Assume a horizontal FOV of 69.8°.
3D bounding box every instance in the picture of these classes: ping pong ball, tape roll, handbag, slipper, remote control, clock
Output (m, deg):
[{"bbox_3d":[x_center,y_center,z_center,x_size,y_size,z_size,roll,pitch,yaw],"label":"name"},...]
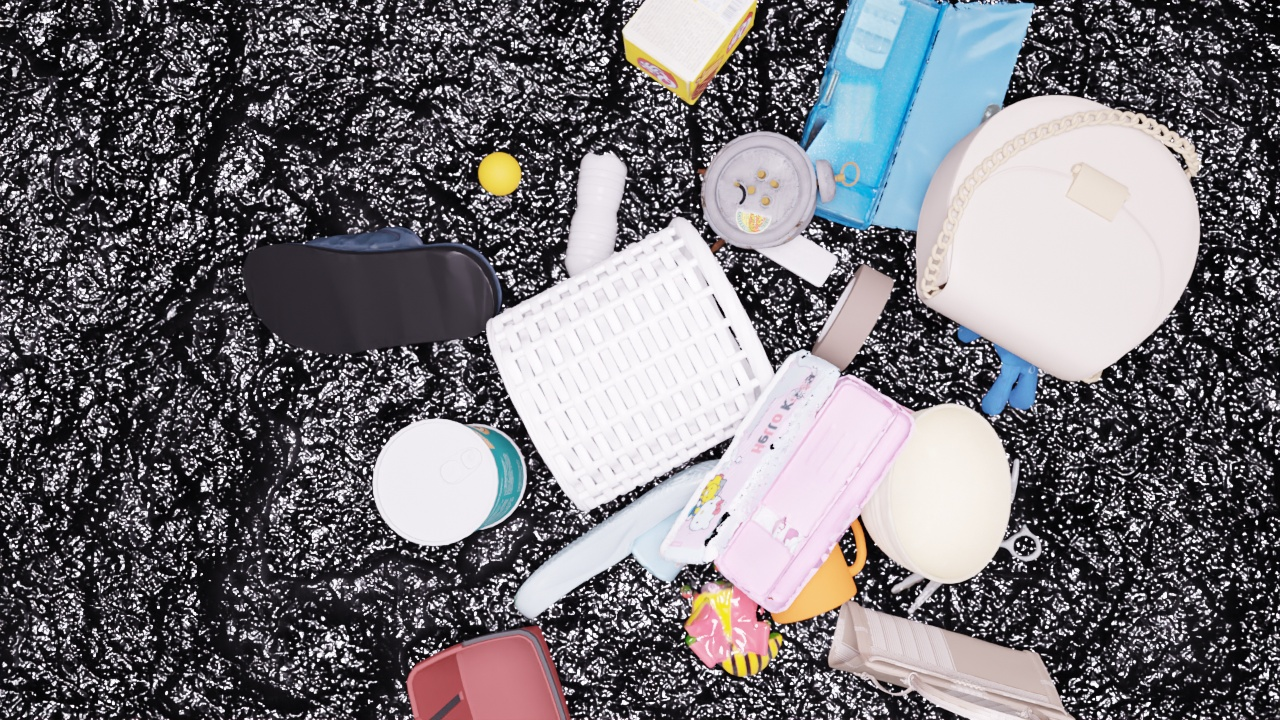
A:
[{"bbox_3d":[-0.134,-0.177,0.873,0.040,0.040,0.040,0,85,2],"label":"ping pong ball"},{"bbox_3d":[0.189,-0.038,0.819,0.030,0.094,0.093,29,86,5],"label":"tape roll"},{"bbox_3d":[0.343,-0.105,0.769,0.210,0.103,0.208,28,83,-3],"label":"handbag"},{"bbox_3d":[0.001,0.164,0.809,0.245,0.104,0.074,-33,86,5],"label":"slipper"},{"bbox_3d":[0.123,-0.116,0.870,0.131,0.012,0.033,32,89,5],"label":"remote control"},{"bbox_3d":[0.259,0.260,0.736,0.176,0.198,0.062,15,85,4],"label":"handbag"},{"bbox_3d":[-0.240,-0.071,0.855,0.266,0.083,0.109,-1,115,19],"label":"slipper"},{"bbox_3d":[0.122,-0.152,0.823,0.148,0.056,0.104,-10,85,21],"label":"clock"}]

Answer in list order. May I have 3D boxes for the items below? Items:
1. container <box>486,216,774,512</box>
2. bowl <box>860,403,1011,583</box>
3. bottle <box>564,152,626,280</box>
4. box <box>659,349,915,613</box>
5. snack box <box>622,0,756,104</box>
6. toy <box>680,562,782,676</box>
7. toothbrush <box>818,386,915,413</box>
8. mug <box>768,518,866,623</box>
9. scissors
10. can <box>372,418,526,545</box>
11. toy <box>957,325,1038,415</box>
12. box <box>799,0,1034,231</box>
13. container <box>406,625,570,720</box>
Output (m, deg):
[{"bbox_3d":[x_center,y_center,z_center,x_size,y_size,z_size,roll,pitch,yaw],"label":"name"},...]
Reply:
[{"bbox_3d":[-0.005,0.004,0.777,0.187,0.189,0.189,-27,84,1],"label":"container"},{"bbox_3d":[0.244,0.113,0.801,0.150,0.075,0.150,2,86,-32],"label":"bowl"},{"bbox_3d":[-0.044,-0.124,0.862,0.044,0.044,0.136,9,85,3],"label":"bottle"},{"bbox_3d":[0.114,0.099,0.721,0.111,0.101,0.201,37,103,21],"label":"box"},{"bbox_3d":[0.046,-0.313,0.867,0.083,0.061,0.105,37,87,5],"label":"snack box"},{"bbox_3d":[0.081,0.238,0.826,0.084,0.046,0.103,-36,89,-15],"label":"toy"},{"bbox_3d":[0.213,0.042,0.850,0.135,0.016,0.021,23,86,5],"label":"toothbrush"},{"bbox_3d":[0.151,0.166,0.817,0.112,0.078,0.096,-19,84,-22],"label":"mug"},{"bbox_3d":[0.295,0.160,0.837,0.153,0.014,0.130,-7,85,-2],"label":"scissors"},{"bbox_3d":[-0.160,0.103,0.796,0.099,0.144,0.099,0,85,2],"label":"can"},{"bbox_3d":[0.323,-0.039,0.829,0.112,0.071,0.176,-5,84,-9],"label":"toy"},{"bbox_3d":[0.245,-0.232,0.855,0.175,0.060,0.231,19,86,20],"label":"box"},{"bbox_3d":[-0.123,0.301,0.748,0.127,0.201,0.148,-19,84,1],"label":"container"}]
